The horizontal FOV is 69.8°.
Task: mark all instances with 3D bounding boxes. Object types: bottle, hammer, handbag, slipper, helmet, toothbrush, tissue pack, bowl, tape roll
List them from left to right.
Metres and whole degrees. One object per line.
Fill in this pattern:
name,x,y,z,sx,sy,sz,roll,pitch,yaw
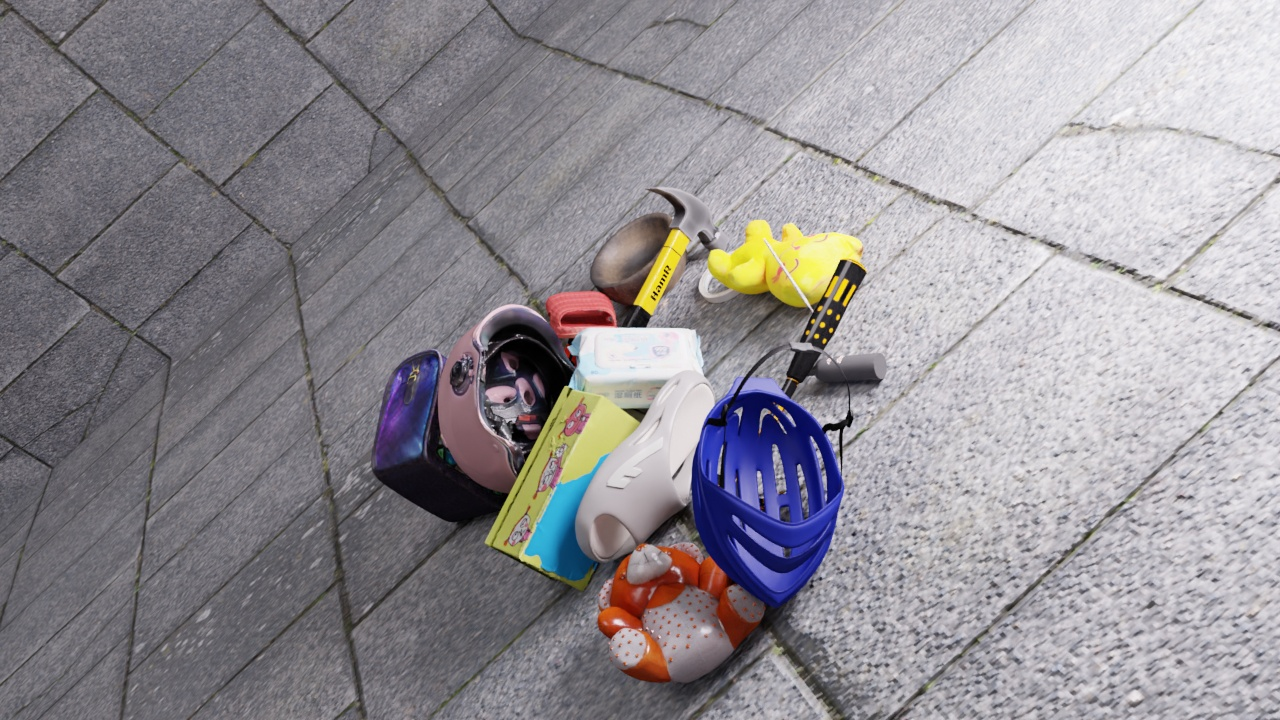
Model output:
handbag,-0.268,0.101,1.337,0.126,0.205,0.221,-19,46,32
helmet,-0.176,0.061,1.232,0.153,0.229,0.255,-20,77,34
slipper,-0.094,-0.077,1.408,0.103,0.059,0.249,-2,14,-14
tissue pack,-0.007,0.007,1.219,0.182,0.070,0.111,1,41,-4
bowl,0.004,-0.152,1.449,0.162,0.070,0.162,-28,36,22
hammer,0.013,-0.101,1.326,0.034,0.170,0.324,11,69,47
slipper,0.028,0.128,1.094,0.081,0.113,0.265,15,58,40
tape roll,0.127,-0.123,1.340,0.093,0.013,0.092,-28,36,23
helmet,0.134,0.099,0.899,0.147,0.228,0.241,3,52,-9
hammer,0.179,0.024,1.058,0.123,0.036,0.320,23,81,43
toothbrush,0.189,-0.085,1.080,0.010,0.181,0.010,-22,43,24
bottle,0.229,0.010,1.069,0.113,0.030,0.030,-6,48,43

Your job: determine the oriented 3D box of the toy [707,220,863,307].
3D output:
toy,0.187,-0.118,1.210,0.134,0.087,0.194,-39,32,-27

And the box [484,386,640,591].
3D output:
box,-0.083,0.158,1.126,0.082,0.124,0.220,11,71,49

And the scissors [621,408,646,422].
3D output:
scissors,-0.025,0.062,1.290,0.228,0.016,0.133,9,59,50

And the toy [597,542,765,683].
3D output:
toy,0.029,0.249,0.952,0.163,0.093,0.172,-24,27,-12

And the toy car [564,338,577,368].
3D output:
toy car,-0.103,0.005,1.402,0.049,0.051,0.100,-15,42,32
